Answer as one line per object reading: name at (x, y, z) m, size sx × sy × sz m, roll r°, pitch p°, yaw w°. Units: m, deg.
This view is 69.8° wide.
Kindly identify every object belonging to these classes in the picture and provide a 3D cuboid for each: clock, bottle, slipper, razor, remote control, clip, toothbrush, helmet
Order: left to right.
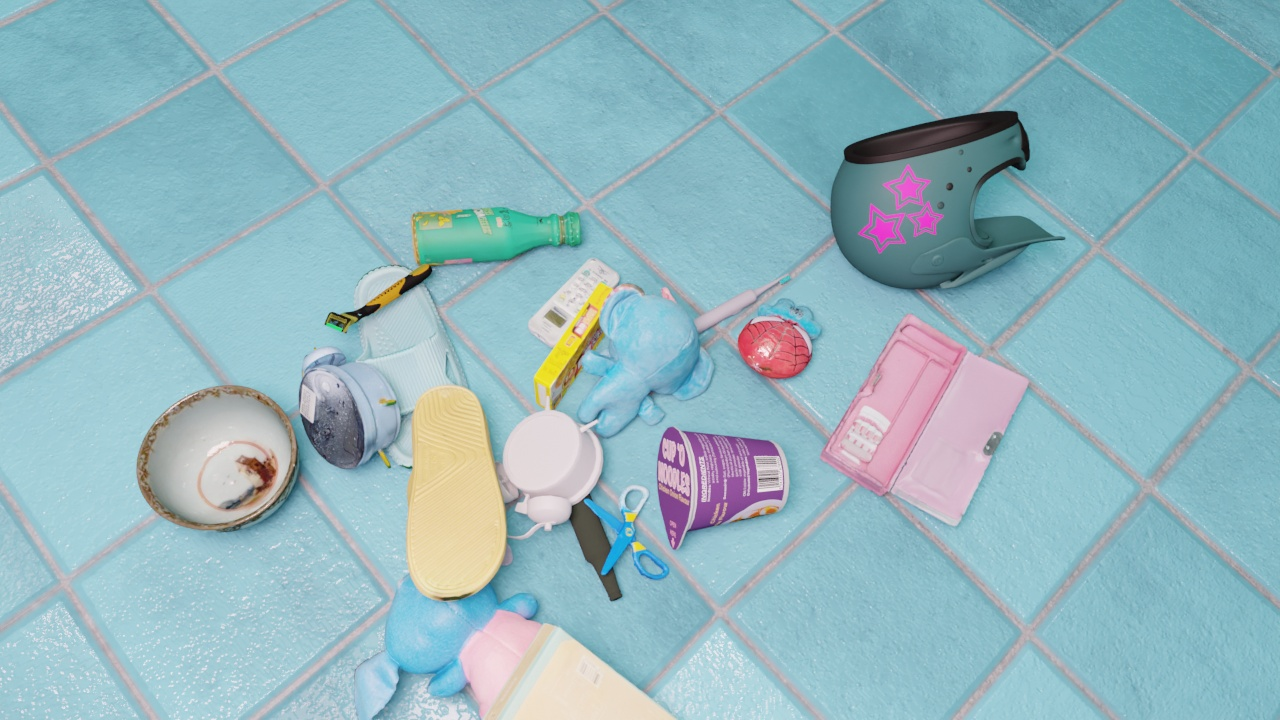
clock at (-0.333, 0.049, 1.017) m, size 0.162 × 0.118 × 0.059 m, roll 32°, pitch 34°, yaw 26°
razor at (-0.304, -0.075, 1.085) m, size 0.044 × 0.021 × 0.143 m, roll 18°, pitch 47°, yaw 41°
slipper at (-0.275, -0.006, 1.083) m, size 0.116 × 0.070 × 0.276 m, roll -16°, pitch 67°, yaw -16°
slipper at (-0.197, 0.143, 0.971) m, size 0.099 × 0.079 × 0.263 m, roll -5°, pitch 49°, yaw -12°
bottle at (-0.180, -0.160, 1.162) m, size 0.209 × 0.068 × 0.068 m, roll -5°, pitch 65°, yaw -7°
clock at (-0.110, 0.127, 1.026) m, size 0.120 × 0.061 × 0.159 m, roll 23°, pitch 75°, yaw 33°
remote control at (-0.083, -0.072, 1.155) m, size 0.050 × 0.022 × 0.133 m, roll 37°, pitch 67°, yaw 11°
bottle at (-0.050, 0.208, 1.021) m, size 0.033 × 0.033 × 0.123 m, roll -19°, pitch 69°, yaw -14°
clip at (0.031, -0.066, 1.164) m, size 0.045 × 0.023 × 0.059 m, roll -13°, pitch 65°, yaw -6°
toothbrush at (0.116, -0.068, 1.173) m, size 0.187 × 0.018 × 0.019 m, roll -29°, pitch 73°, yaw -17°
helmet at (0.380, -0.189, 1.157) m, size 0.275 × 0.200 × 0.176 m, roll -14°, pitch 22°, yaw 3°

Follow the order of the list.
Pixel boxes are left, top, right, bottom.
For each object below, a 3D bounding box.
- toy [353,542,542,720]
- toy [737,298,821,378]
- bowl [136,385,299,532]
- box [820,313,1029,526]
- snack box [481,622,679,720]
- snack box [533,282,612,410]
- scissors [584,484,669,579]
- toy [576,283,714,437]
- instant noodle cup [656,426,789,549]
toy at (-0.177, 0.292, 0.930) m, size 0.191 × 0.099 × 0.223 m, roll 35°, pitch 57°, yaw 10°
toy at (0.175, -0.031, 1.140) m, size 0.092 × 0.062 × 0.132 m, roll 32°, pitch 54°, yaw 2°
bowl at (-0.442, 0.117, 0.993) m, size 0.160 × 0.094 × 0.159 m, roll 2°, pitch 65°, yaw -4°
box at (0.347, 0.071, 1.118) m, size 0.179 × 0.040 × 0.232 m, roll 32°, pitch 66°, yaw 14°
snack box at (-0.056, 0.370, 0.889) m, size 0.193 × 0.044 × 0.141 m, roll 44°, pitch 64°, yaw -20°
snack box at (-0.077, -0.016, 1.100) m, size 0.025 × 0.075 × 0.152 m, roll 28°, pitch 66°, yaw 10°
scissors at (-0.013, 0.193, 1.026) m, size 0.125 × 0.013 × 0.126 m, roll 40°, pitch 44°, yaw -7°
toy at (-0.006, 0.006, 1.090) m, size 0.180 × 0.183 × 0.115 m, roll -49°, pitch 34°, yaw -1°
instant noodle cup at (0.094, 0.141, 1.032) m, size 0.121 × 0.122 × 0.137 m, roll -1°, pitch 92°, yaw -16°
